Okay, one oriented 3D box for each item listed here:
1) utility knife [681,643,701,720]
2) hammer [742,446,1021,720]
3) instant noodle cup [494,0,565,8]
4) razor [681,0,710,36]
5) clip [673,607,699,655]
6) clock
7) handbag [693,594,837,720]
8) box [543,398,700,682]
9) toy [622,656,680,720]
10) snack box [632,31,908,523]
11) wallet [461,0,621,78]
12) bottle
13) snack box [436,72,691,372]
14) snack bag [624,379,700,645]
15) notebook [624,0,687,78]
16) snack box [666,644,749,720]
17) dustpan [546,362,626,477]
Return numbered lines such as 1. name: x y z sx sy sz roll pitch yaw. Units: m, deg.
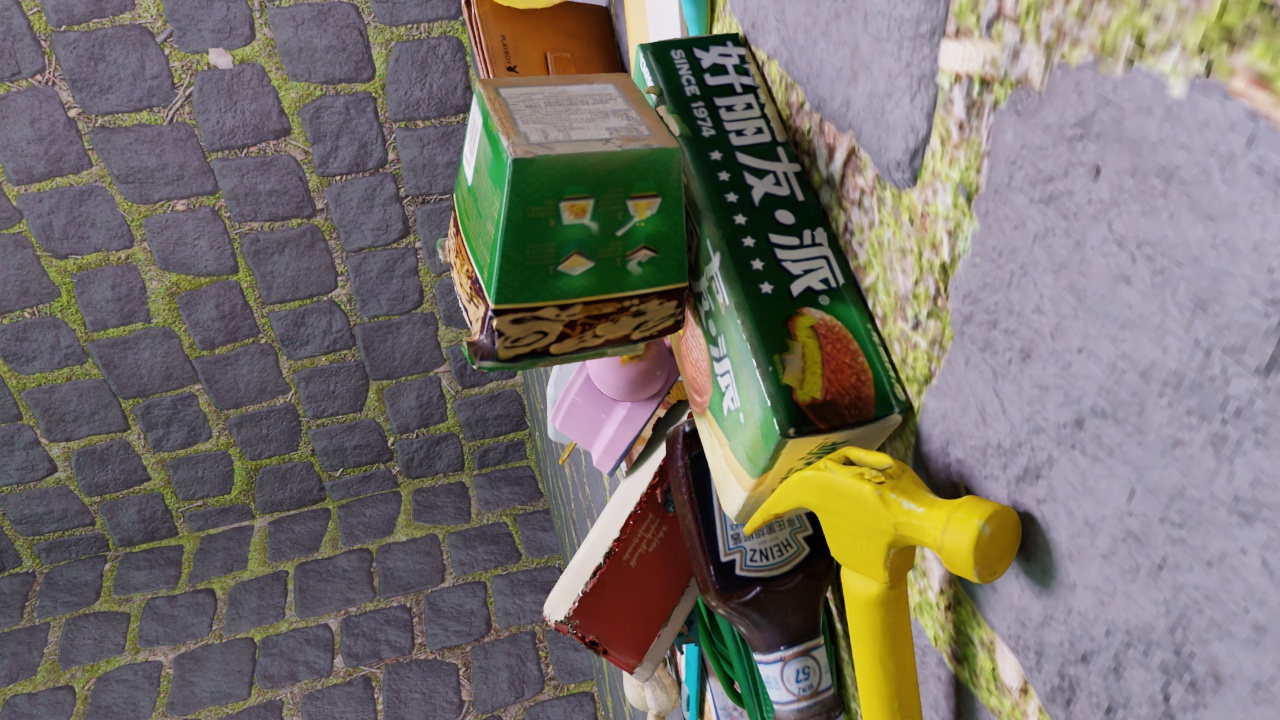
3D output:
1. utility knife: 0.041 0.260 0.759 0.029 0.013 0.151 -120 22 -47
2. hammer: 0.115 0.176 0.411 0.129 0.032 0.301 16 124 55
3. instant noodle cup: -0.089 -0.358 0.719 0.109 0.138 0.138 -101 5 -58
4. razor: 0.028 -0.190 0.541 0.043 0.028 0.133 42 153 32
5. clip: 0.028 0.180 0.608 0.057 0.047 0.014 74 169 -52
6. clock: -0.004 0.004 0.604 0.116 0.060 0.159 -53 -3 -43
7. handbag: 0.075 0.184 0.592 0.131 0.068 0.120 158 100 -80
8. box: 0.005 0.103 0.578 0.080 0.168 0.091 34 167 -6
9. toy: 0.004 0.314 0.860 0.105 0.066 0.157 -26 -68 -83
10. snack box: 0.050 -0.046 0.481 0.115 0.063 0.239 103 154 -60
11. wallet: -0.074 -0.244 0.756 0.035 0.130 0.119 -31 72 52
12. bottle: 0.072 0.122 0.512 0.044 0.079 0.194 135 121 -71
13. snack box: -0.038 -0.076 0.449 0.118 0.117 0.106 -117 25 -44
14. snack bag: 0.028 0.119 0.722 0.128 0.073 0.207 22 -134 -55
15. notebook: 0.009 -0.242 0.633 0.145 0.010 0.206 -120 21 -60
16. snack box: 0.064 0.285 0.826 0.178 0.045 0.182 104 152 -66
17. dustpan: -0.034 0.023 1.157 0.223 0.142 0.257 102 -176 -65
